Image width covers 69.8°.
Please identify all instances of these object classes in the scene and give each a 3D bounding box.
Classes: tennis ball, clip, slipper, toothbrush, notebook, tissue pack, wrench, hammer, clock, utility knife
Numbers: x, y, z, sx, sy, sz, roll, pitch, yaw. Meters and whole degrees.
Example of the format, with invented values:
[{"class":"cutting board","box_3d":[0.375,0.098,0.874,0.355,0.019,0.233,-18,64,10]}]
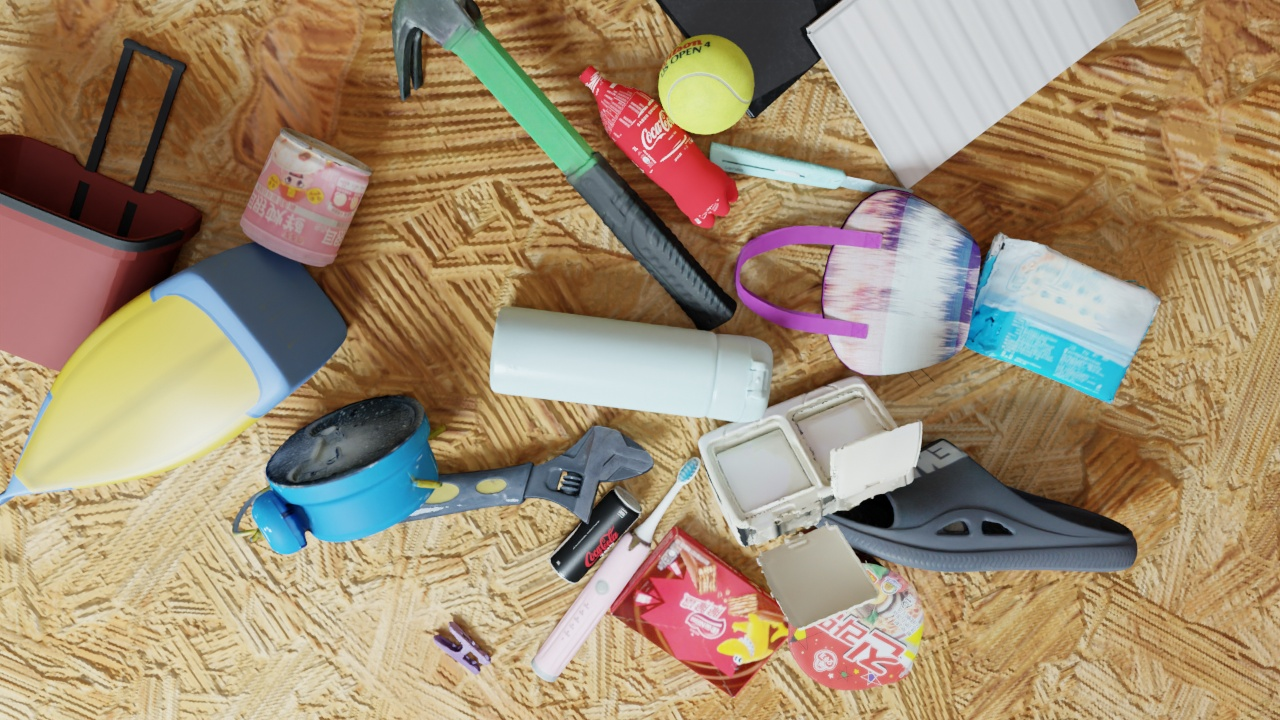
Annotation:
[{"class":"tennis ball","box_3d":[0.045,-0.189,0.629,0.065,0.065,0.065,-1,103,-4]},{"class":"clip","box_3d":[-0.146,0.237,0.758,0.036,0.013,0.052,-45,105,8]},{"class":"slipper","box_3d":[0.259,0.109,0.707,0.268,0.110,0.083,6,100,-9]},{"class":"toothbrush","box_3d":[-0.018,0.167,0.742,0.027,0.026,0.223,36,99,9]},{"class":"notebook","box_3d":[0.241,-0.244,0.660,0.210,0.009,0.142,-37,111,5]},{"class":"tissue pack","box_3d":[0.314,-0.033,0.699,0.144,0.061,0.093,19,100,-11]},{"class":"wrench","box_3d":[-0.125,0.099,0.711,0.273,0.022,0.073,-8,74,2]},{"class":"hammer","box_3d":[-0.043,-0.139,0.645,0.131,0.032,0.319,-30,114,36]},{"class":"clock","box_3d":[-0.221,0.083,0.666,0.161,0.116,0.060,-18,116,1]},{"class":"notebook","box_3d":[0.113,-0.313,0.640,0.231,0.019,0.169,-41,104,6]},{"class":"utility knife","box_3d":[0.127,-0.140,0.684,0.158,0.015,0.022,9,140,-7]}]

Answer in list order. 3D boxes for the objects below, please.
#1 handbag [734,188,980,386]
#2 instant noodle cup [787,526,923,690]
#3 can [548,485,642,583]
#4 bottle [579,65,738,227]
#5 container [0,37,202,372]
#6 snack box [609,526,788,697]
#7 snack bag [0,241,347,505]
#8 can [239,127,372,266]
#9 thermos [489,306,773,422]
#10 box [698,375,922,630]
[{"class":"handbag","box_3d":[0.156,-0.057,0.687,0.170,0.068,0.145,6,102,1]},{"class":"instant noodle cup","box_3d":[0.151,0.180,0.712,0.100,0.112,0.100,-1,104,-4]},{"class":"can","box_3d":[-0.036,0.139,0.731,0.031,0.031,0.080,41,98,-12]},{"class":"bottle","box_3d":[0.011,-0.155,0.658,0.141,0.042,0.042,43,97,-11]},{"class":"container","box_3d":[-0.376,-0.108,0.607,0.148,0.127,0.201,23,107,-9]},{"class":"snack box","box_3d":[0.053,0.209,0.759,0.133,0.021,0.089,37,98,-11]},{"class":"snack bag","box_3d":[-0.319,0.017,0.618,0.205,0.159,0.102,-34,104,6]},{"class":"can","box_3d":[-0.232,-0.113,0.639,0.067,0.067,0.076,26,99,-10]},{"class":"thermos","box_3d":[-0.004,0.004,0.680,0.207,0.078,0.065,7,86,-3]},{"class":"box","box_3d":[0.126,0.075,0.646,0.145,0.186,0.101,-23,122,-3]}]
